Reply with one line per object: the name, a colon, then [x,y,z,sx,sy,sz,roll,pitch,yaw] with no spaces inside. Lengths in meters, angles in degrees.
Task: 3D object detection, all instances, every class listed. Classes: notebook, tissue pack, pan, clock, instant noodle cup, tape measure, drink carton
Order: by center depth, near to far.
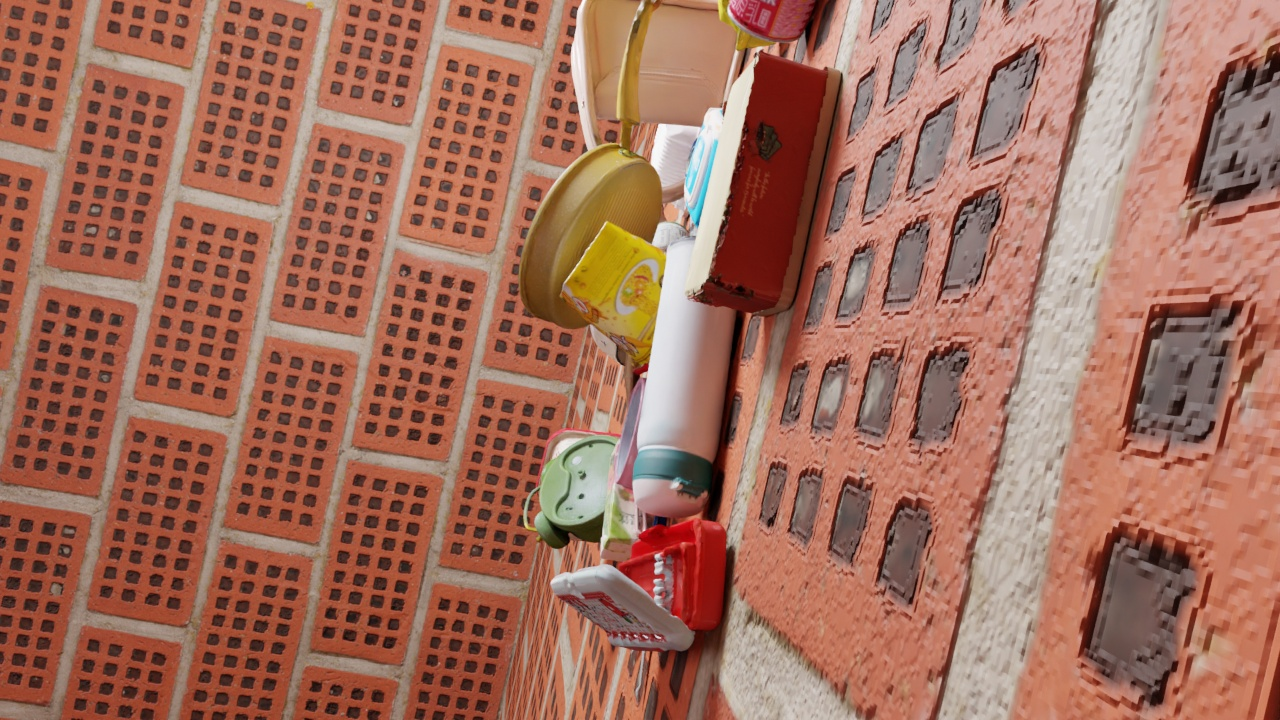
tissue pack: [0.074,-0.156,0.764,0.140,0.063,0.090,-94,18,-68]
clock: [0.013,0.071,0.861,0.158,0.060,0.117,151,132,-83]
instant noodle cup: [-0.004,-0.061,0.864,0.116,0.123,0.116,-56,4,-7]
drink carton: [-0.007,0.142,0.925,0.046,0.053,0.122,110,169,-46]
pan: [-0.029,-0.202,0.932,0.197,0.078,0.358,-7,-55,-65]
clock: [-0.065,0.150,1.028,0.056,0.161,0.115,53,-149,-40]
notebook: [-0.006,0.006,1.037,0.212,0.012,0.149,89,-176,-60]
tape measure: [0.072,-0.238,1.095,0.058,0.025,0.054,154,130,-76]
instant noodle cup: [-0.064,0.161,1.154,0.124,0.116,0.116,-115,37,-61]
instant noodle cup: [0.052,-0.286,1.208,0.173,0.060,0.138,-84,9,-51]

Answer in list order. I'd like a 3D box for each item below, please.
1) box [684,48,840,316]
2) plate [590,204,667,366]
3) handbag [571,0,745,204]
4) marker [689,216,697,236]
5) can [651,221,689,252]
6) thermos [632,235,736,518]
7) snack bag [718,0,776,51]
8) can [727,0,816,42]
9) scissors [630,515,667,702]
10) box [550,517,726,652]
box: [0.074,-0.121,0.638,0.091,0.077,0.168,170,113,-82]
plate: [-0.013,-0.097,1.148,0.204,0.045,0.205,13,-91,-74]
handbag: [0.017,-0.293,1.039,0.093,0.193,0.234,128,144,-80]
marker: [0.064,-0.156,1.046,0.145,0.017,0.017,-85,10,-48]
can: [0.031,-0.100,1.033,0.146,0.058,0.058,-87,12,-55]
thermos: [0.037,0.014,0.741,0.073,0.073,0.223,119,162,-68]
snack bag: [0.125,-0.420,0.823,0.158,0.068,0.246,115,167,-61]
can: [0.112,-0.306,0.713,0.094,0.066,0.066,110,170,-46]
scissors: [0.012,0.211,0.814,0.163,0.012,0.173,116,164,-62]
box: [-0.013,0.168,0.679,0.202,0.098,0.095,132,145,-68]
